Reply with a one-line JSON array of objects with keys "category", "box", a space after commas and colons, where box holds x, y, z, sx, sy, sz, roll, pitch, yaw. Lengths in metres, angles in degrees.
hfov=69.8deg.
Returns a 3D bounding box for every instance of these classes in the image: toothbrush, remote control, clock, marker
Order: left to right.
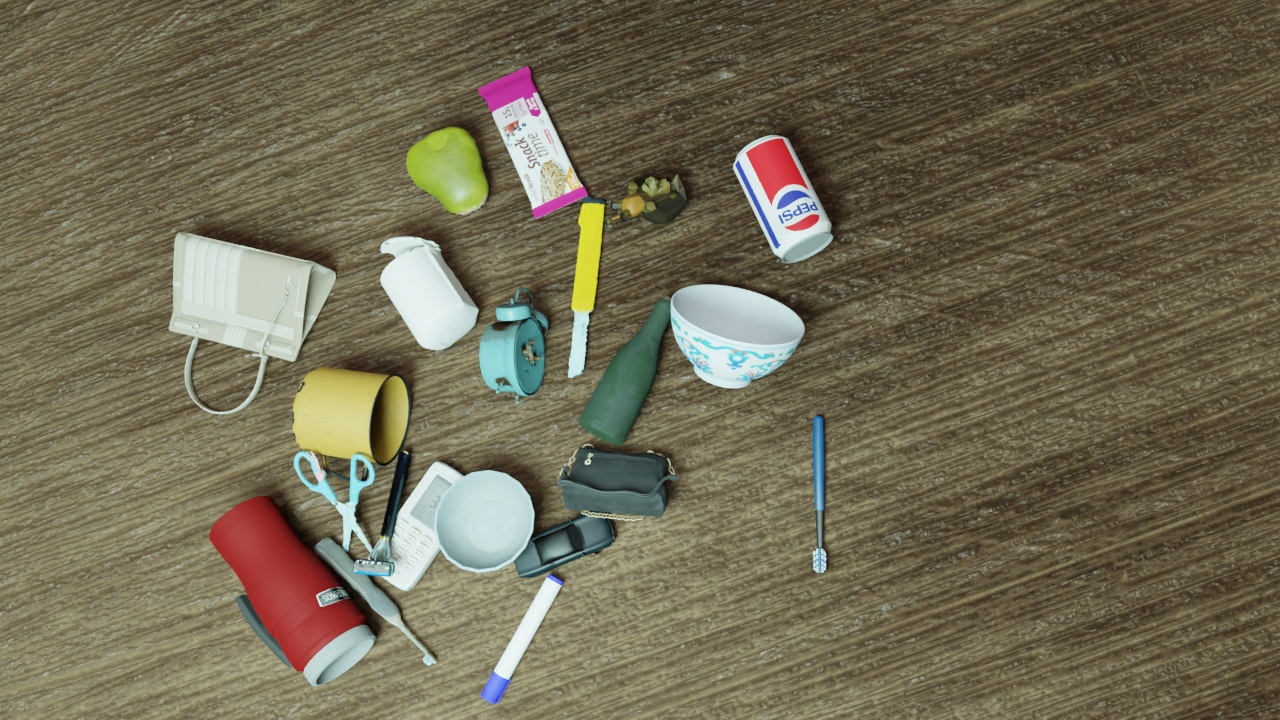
[{"category": "toothbrush", "box": [-0.284, 0.261, 0.994, 0.185, 0.022, 0.024, 41, 88, 13]}, {"category": "remote control", "box": [-0.237, 0.181, 1.006, 0.060, 0.025, 0.138, 32, 81, 13]}, {"category": "clock", "box": [-0.138, -0.020, 1.017, 0.053, 0.090, 0.124, 0, 76, 16]}, {"category": "marker", "box": [-0.124, 0.294, 0.970, 0.020, 0.020, 0.141, 28, 80, 12]}, {"category": "toothbrush", "box": [0.191, 0.141, 0.979, 0.014, 0.014, 0.167, -2, 75, 17]}]

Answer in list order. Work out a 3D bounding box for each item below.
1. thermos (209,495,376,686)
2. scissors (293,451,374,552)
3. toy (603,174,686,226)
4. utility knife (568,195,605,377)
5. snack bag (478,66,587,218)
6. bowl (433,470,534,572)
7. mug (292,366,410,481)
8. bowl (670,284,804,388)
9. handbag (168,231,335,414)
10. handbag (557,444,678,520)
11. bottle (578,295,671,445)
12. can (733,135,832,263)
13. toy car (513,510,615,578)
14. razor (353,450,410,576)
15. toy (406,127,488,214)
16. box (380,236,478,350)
[{"category": "thermos", "box": [-0.378, 0.251, 0.978, 0.198, 0.084, 0.108, 46, 103, 17]}, {"category": "scissors", "box": [-0.310, 0.149, 0.989, 0.111, 0.015, 0.141, -22, 110, 22]}, {"category": "toy", "box": [0.003, -0.181, 1.054, 0.100, 0.063, 0.076, -24, 55, -19]}, {"category": "utility knife", "box": [-0.066, -0.088, 1.062, 0.030, 0.019, 0.223, 2, 71, 12]}, {"category": "snack bag", "box": [-0.133, -0.267, 1.115, 0.070, 0.016, 0.196, -24, 74, 1]}, {"category": "bowl", "box": [-0.161, 0.173, 0.972, 0.106, 0.039, 0.106, -2, 70, 5]}, {"category": "mug", "box": [-0.319, 0.071, 1.007, 0.094, 0.100, 0.123, 7, 83, 9]}, {"category": "bowl", "box": [0.096, -0.018, 0.987, 0.144, 0.143, 0.074, 17, 117, 10]}, {"category": "handbag", "box": [-0.477, -0.035, 1.081, 0.176, 0.062, 0.198, 13, 86, 9]}, {"category": "handbag", "box": [-0.023, 0.125, 0.980, 0.128, 0.054, 0.079, 4, 45, 6]}, {"category": "bottle", "box": [-0.006, 0.006, 1.014, 0.055, 0.055, 0.174, 25, 78, 11]}, {"category": "can", "box": [0.161, -0.182, 1.036, 0.070, 0.070, 0.132, -23, 74, 0]}, {"category": "toy car", "box": [-0.083, 0.197, 0.982, 0.112, 0.034, 0.046, -22, 74, 0]}, {"category": "razor", "box": [-0.270, 0.165, 0.993, 0.043, 0.022, 0.144, 6, 58, 2]}, {"category": "toy", "box": [-0.227, -0.223, 1.097, 0.090, 0.051, 0.110, -30, 77, 0]}, {"category": "box", "box": [-0.246, -0.088, 1.052, 0.089, 0.080, 0.143, -41, 74, 11]}]
